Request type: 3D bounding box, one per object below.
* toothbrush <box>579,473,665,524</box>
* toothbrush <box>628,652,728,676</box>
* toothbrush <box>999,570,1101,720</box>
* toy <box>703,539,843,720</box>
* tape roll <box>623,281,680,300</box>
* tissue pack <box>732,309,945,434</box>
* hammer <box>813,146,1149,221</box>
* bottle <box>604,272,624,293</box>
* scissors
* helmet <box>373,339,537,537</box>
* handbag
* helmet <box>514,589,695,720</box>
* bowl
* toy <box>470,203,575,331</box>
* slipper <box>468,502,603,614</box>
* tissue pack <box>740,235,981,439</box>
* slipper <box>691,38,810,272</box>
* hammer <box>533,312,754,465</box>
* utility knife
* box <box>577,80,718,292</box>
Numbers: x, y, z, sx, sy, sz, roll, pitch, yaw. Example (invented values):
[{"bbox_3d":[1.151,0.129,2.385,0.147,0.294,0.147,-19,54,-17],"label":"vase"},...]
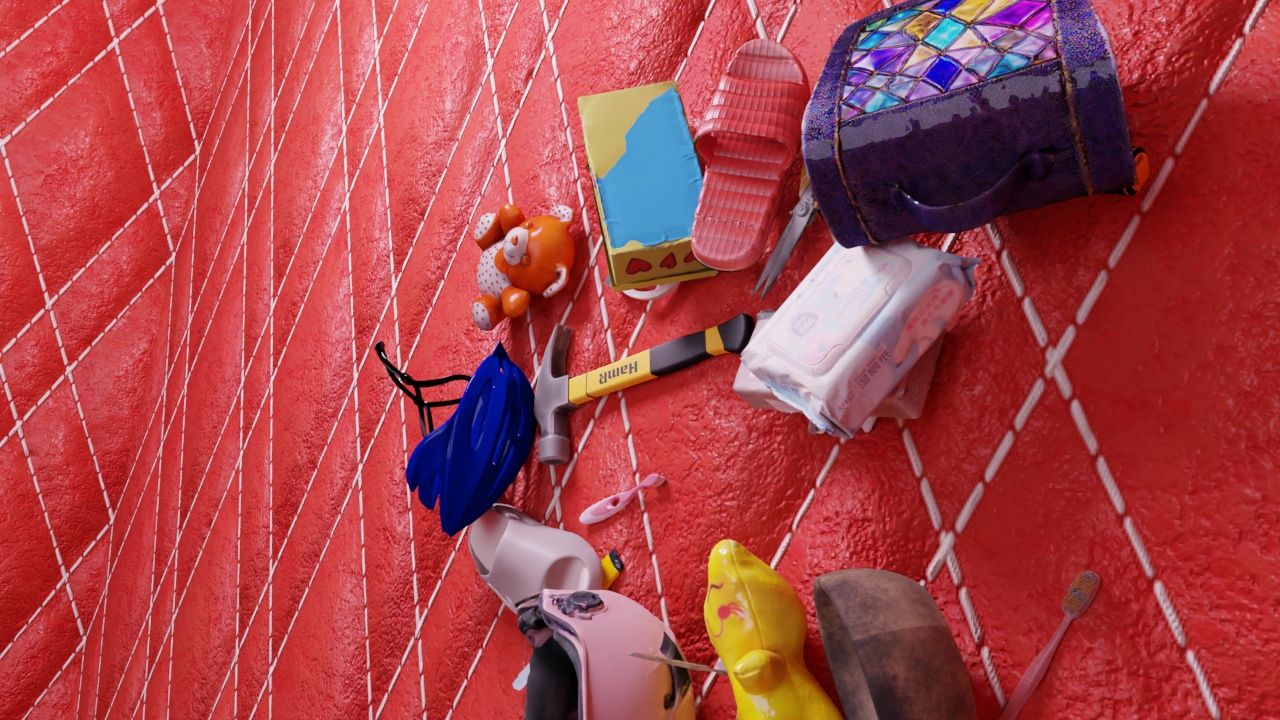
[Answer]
[{"bbox_3d":[-0.022,0.153,1.008,0.135,0.016,0.021,-34,54,38],"label":"toothbrush"},{"bbox_3d":[0.040,0.257,0.787,0.010,0.181,0.010,-28,55,23],"label":"toothbrush"},{"bbox_3d":[0.281,0.232,0.663,0.015,0.015,0.184,34,104,40],"label":"toothbrush"},{"bbox_3d":[0.108,0.251,0.766,0.087,0.135,0.193,-14,53,-3],"label":"toy"},{"bbox_3d":[0.008,-0.114,1.035,0.093,0.013,0.093,-3,83,24],"label":"tape roll"},{"bbox_3d":[0.175,0.009,0.818,0.182,0.071,0.103,1,63,44],"label":"tissue pack"},{"bbox_3d":[0.269,-0.166,0.791,0.321,0.036,0.123,19,93,50],"label":"hammer"},{"bbox_3d":[-0.005,-0.135,1.069,0.030,0.030,0.113,38,105,46],"label":"bottle"},{"bbox_3d":[0.161,-0.164,0.887,0.228,0.016,0.134,-56,41,24],"label":"scissors"},{"bbox_3d":[-0.244,0.075,1.122,0.148,0.227,0.241,115,179,-74],"label":"helmet"},{"bbox_3d":[0.239,-0.176,0.675,0.205,0.125,0.221,-10,44,30],"label":"handbag"},{"bbox_3d":[-0.028,0.322,0.833,0.256,0.152,0.230,153,117,-73],"label":"helmet"},{"bbox_3d":[0.187,0.229,0.674,0.070,0.162,0.162,-15,59,-2],"label":"bowl"},{"bbox_3d":[-0.155,-0.128,1.181,0.173,0.092,0.163,-17,65,41],"label":"toy"},{"bbox_3d":[-0.149,0.227,1.060,0.266,0.080,0.113,20,88,53],"label":"slipper"},{"bbox_3d":[0.175,-0.033,0.741,0.182,0.070,0.112,-51,36,0],"label":"tissue pack"},{"bbox_3d":[0.104,-0.211,0.900,0.104,0.059,0.248,9,78,19],"label":"slipper"},{"bbox_3d":[-0.006,0.006,1.029,0.325,0.034,0.169,-20,63,40],"label":"hammer"},{"bbox_3d":[-0.085,0.295,1.026,0.219,0.019,0.030,-51,40,16],"label":"utility knife"},{"bbox_3d":[0.007,-0.190,1.001,0.124,0.082,0.220,-13,64,-3],"label":"box"}]
